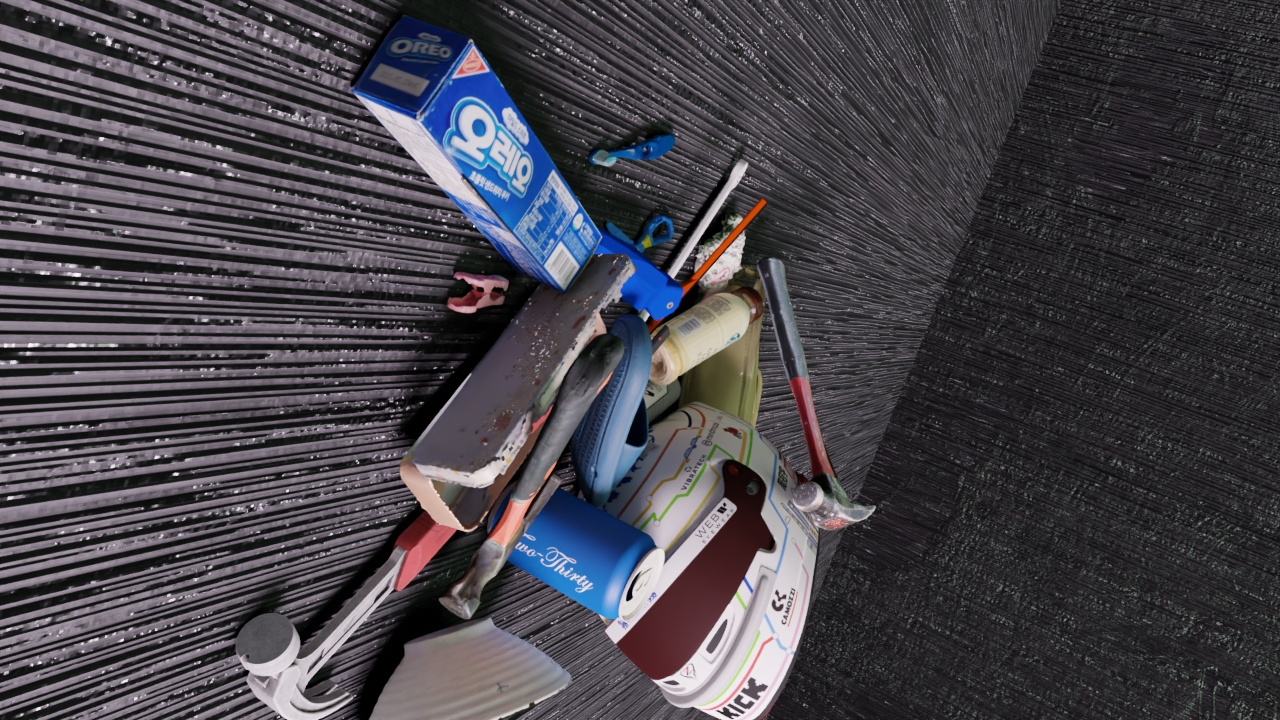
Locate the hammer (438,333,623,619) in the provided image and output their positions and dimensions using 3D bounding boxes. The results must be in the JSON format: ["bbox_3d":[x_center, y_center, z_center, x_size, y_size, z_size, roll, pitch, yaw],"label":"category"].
[{"bbox_3d":[-0.072,0.079,0.635,0.132,0.033,0.334,-54,178,-34],"label":"hammer"}]

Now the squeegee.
[{"bbox_3d":[-0.009,-0.074,0.781,0.249,0.055,0.184,-48,140,9],"label":"squeegee"}]

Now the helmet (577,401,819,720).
[{"bbox_3d":[0.047,0.184,0.932,0.232,0.236,0.313,-54,-175,33],"label":"helmet"}]

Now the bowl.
[{"bbox_3d":[-0.151,0.258,0.759,0.177,0.178,0.071,3,69,-65],"label":"bowl"}]

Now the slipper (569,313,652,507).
[{"bbox_3d":[-0.020,0.051,0.810,0.214,0.059,0.103,111,-24,-43],"label":"slipper"}]

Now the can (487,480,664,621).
[{"bbox_3d":[-0.059,0.163,0.806,0.078,0.146,0.079,-47,150,-38],"label":"can"}]

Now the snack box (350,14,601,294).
[{"bbox_3d":[-0.092,-0.118,0.585,0.059,0.059,0.226,-58,156,-8],"label":"snack box"}]

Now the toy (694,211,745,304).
[{"bbox_3d":[0.086,-0.101,1.006,0.095,0.041,0.109,-48,158,-41],"label":"toy"}]

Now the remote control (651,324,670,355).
[{"bbox_3d":[-0.005,0.005,0.871,0.039,0.010,0.125,-50,-179,-32],"label":"remote control"}]

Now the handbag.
[{"bbox_3d":[0.101,0.021,1.113,0.233,0.088,0.190,86,20,-47],"label":"handbag"}]

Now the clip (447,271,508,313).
[{"bbox_3d":[-0.115,-0.044,0.651,0.058,0.022,0.037,-16,122,-63],"label":"clip"}]

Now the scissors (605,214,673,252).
[{"bbox_3d":[-0.012,-0.091,0.842,0.131,0.019,0.105,-25,133,-51],"label":"scissors"}]

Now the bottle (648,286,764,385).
[{"bbox_3d":[0.067,-0.032,0.968,0.161,0.056,0.057,-30,140,-36],"label":"bottle"}]

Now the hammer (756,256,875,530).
[{"bbox_3d":[0.175,0.028,0.986,0.140,0.036,0.325,32,40,-47],"label":"hammer"}]

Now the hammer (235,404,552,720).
[{"bbox_3d":[-0.164,0.135,0.705,0.314,0.036,0.126,-49,154,-37],"label":"hammer"}]

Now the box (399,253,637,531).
[{"bbox_3d":[-0.076,0.023,0.676,0.215,0.096,0.105,-57,146,-33],"label":"box"}]

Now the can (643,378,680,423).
[{"bbox_3d":[-0.001,0.045,0.949,0.106,0.044,0.044,-36,142,-50],"label":"can"}]

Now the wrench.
[{"bbox_3d":[0.042,-0.103,0.929,0.272,0.009,0.047,-57,174,-21],"label":"wrench"}]

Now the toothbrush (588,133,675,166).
[{"bbox_3d":[-0.002,-0.177,0.772,0.132,0.016,0.021,-30,140,-53],"label":"toothbrush"}]
